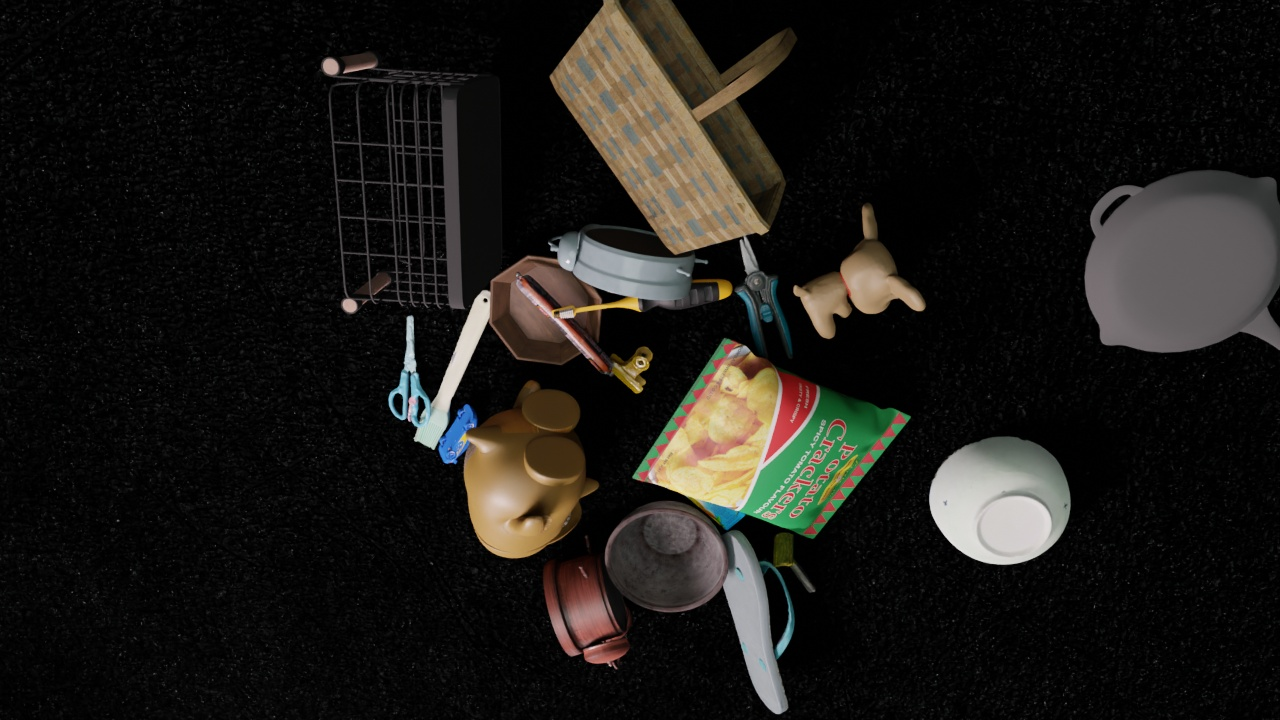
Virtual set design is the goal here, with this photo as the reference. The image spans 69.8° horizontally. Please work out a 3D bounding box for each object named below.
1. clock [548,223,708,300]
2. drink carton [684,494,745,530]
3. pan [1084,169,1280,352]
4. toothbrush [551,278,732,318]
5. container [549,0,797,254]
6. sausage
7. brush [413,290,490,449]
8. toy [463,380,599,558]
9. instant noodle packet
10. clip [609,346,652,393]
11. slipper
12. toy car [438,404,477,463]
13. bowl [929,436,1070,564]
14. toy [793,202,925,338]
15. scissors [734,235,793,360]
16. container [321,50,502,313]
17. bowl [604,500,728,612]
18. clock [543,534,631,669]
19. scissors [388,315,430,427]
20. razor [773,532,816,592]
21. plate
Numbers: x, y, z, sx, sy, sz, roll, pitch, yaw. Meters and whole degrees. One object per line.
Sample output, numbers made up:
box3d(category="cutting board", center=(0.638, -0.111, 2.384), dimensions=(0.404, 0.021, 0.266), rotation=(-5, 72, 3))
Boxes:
box3d(category="clock", center=(-0.017, -0.105, 0.940), dimensions=(0.159, 0.122, 0.045), rotation=(17, 110, 13))
box3d(category="drink carton", center=(0.068, 0.144, 1.078), dimensions=(0.129, 0.044, 0.039), rotation=(41, 111, -12))
box3d(category="pan", center=(0.608, -0.059, 0.941), dimensions=(0.354, 0.024, 0.217), rotation=(34, 113, -9))
box3d(category="toothbrush", center=(0.002, -0.065, 0.986), dimensions=(0.196, 0.030, 0.031), rotation=(-9, 116, -4))
box3d(category="container", center=(0.060, -0.243, 0.856), dimensions=(0.187, 0.157, 0.250), rotation=(-28, 108, 28))
box3d(category="sausage", center=(-0.081, -0.039, 0.999), dimensions=(0.020, 0.020, 0.155), rotation=(-39, 104, 20))
box3d(category="brush", center=(-0.216, 0.012, 1.071), dimensions=(0.033, 0.012, 0.218), rotation=(26, 112, -4))
box3d(category="toy", center=(-0.128, 0.148, 1.053), dimensions=(0.162, 0.198, 0.204), rotation=(5, 134, -14))
box3d(category="instant noodle packet", center=(0.147, 0.096, 1.017), dimensions=(0.252, 0.090, 0.196), rotation=(22, 116, -22))
box3d(category="clip", center=(-0.008, 0.009, 1.033), dimensions=(0.053, 0.039, 0.047), rotation=(43, 118, -11))
box3d(category="slipper", center=(0.148, 0.311, 1.128), dimensions=(0.054, 0.098, 0.269), rotation=(-22, 115, -21))
box3d(category="toy car", center=(-0.204, 0.102, 1.103), dimensions=(0.061, 0.033, 0.092), rotation=(23, 109, -40))
box3d(category="bowl", center=(0.412, 0.169, 1.036), dimensions=(0.153, 0.072, 0.153), rotation=(2, 113, 4))
box3d(category="toy", center=(0.218, -0.078, 0.943), dimensions=(0.108, 0.134, 0.105), rotation=(-29, 150, 16))
box3d(category="scissors", center=(0.138, -0.063, 0.995), dimensions=(0.137, 0.019, 0.129), rotation=(25, 105, -12))
box3d(category="container", center=(-0.220, -0.173, 0.905), dimensions=(0.130, 0.162, 0.242), rotation=(4, 112, 4))
box3d(category="bowl", center=(0.034, 0.223, 1.103), dimensions=(0.145, 0.067, 0.145), rotation=(2, 113, 5))
box3d(category="clock", center=(-0.059, 0.306, 1.124), dimensions=(0.072, 0.120, 0.158), rotation=(-19, 102, 5))
box3d(category="scissors", center=(-0.271, 0.011, 1.075), dimensions=(0.063, 0.015, 0.139), rotation=(11, 105, 26))
box3d(category="razor", center=(0.190, 0.252, 1.109), dimensions=(0.026, 0.042, 0.106), rotation=(-15, 134, 24))
box3d(category="plate", center=(-0.103, -0.059, 1.019), dimensions=(0.131, 0.025, 0.131), rotation=(2, 114, 5))
